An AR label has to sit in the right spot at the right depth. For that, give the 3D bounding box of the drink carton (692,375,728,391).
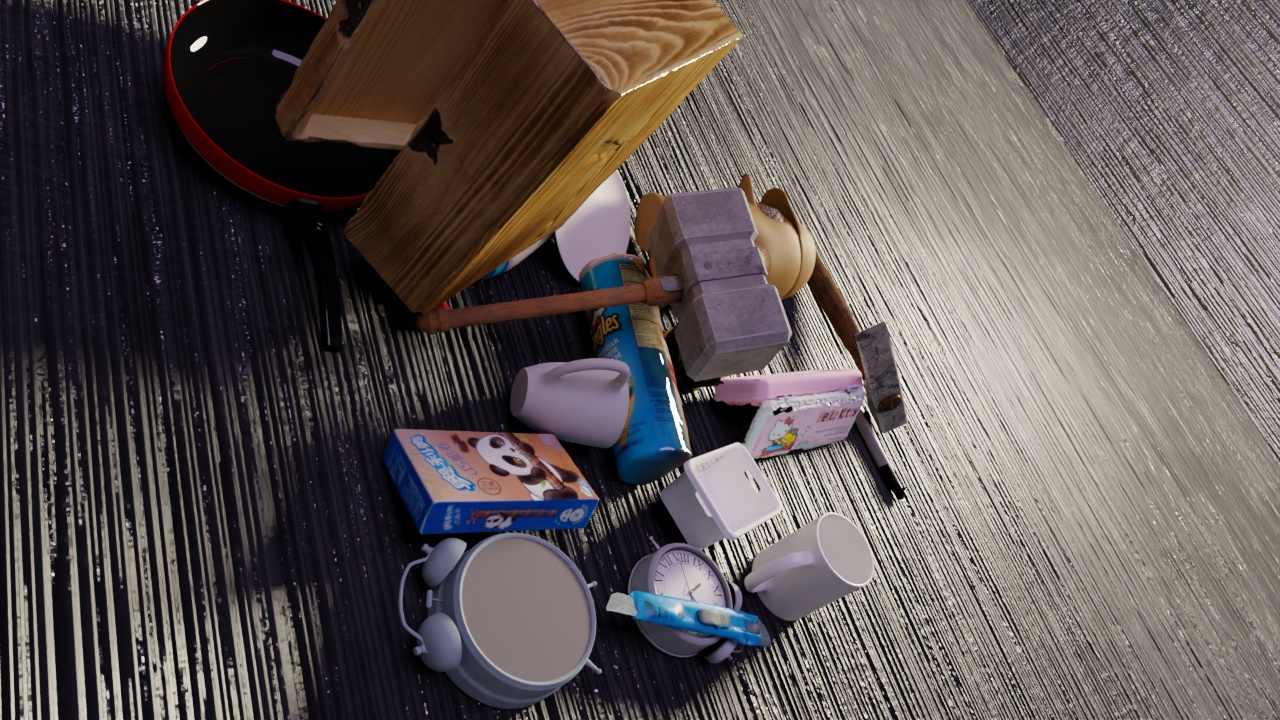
[{"bbox_3d":[0.091,-0.014,1.027,0.122,0.041,0.058,-21,73,-49],"label":"drink carton"}]

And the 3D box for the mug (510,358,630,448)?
[{"bbox_3d":[-0.058,0.027,0.802,0.089,0.107,0.071,12,53,-25],"label":"mug"}]

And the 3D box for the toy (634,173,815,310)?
[{"bbox_3d":[0.109,-0.128,1.035,0.203,0.163,0.198,0,24,-30],"label":"toy"}]

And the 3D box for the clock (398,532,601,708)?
[{"bbox_3d":[-0.103,0.186,0.675,0.159,0.045,0.122,22,45,-31],"label":"clock"}]

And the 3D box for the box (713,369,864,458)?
[{"bbox_3d":[0.175,0.061,1.027,0.201,0.088,0.095,-4,90,-45],"label":"box"}]

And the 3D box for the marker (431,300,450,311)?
[{"bbox_3d":[-0.205,-0.093,0.832,0.145,0.021,0.023,62,18,16],"label":"marker"}]

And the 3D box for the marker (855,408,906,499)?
[{"bbox_3d":[0.291,0.107,1.127,0.016,0.022,0.138,-5,63,-39],"label":"marker"}]

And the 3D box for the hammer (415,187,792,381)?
[{"bbox_3d":[-0.040,-0.055,0.824,0.317,0.083,0.162,-9,70,-17],"label":"hammer"}]

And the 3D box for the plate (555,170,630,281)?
[{"bbox_3d":[-0.052,-0.147,0.973,0.134,0.011,0.134,-16,109,-55],"label":"plate"}]

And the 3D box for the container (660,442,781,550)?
[{"bbox_3d":[0.073,0.131,0.865,0.080,0.050,0.129,58,27,13],"label":"container"}]

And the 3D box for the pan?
[{"bbox_3d":[-0.287,-0.157,0.774,0.208,0.067,0.355,6,61,-41],"label":"pan"}]

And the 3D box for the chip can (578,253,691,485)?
[{"bbox_3d":[-0.005,0.005,0.896,0.079,0.080,0.229,13,51,-36],"label":"chip can"}]

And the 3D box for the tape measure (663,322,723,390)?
[{"bbox_3d":[0.051,-0.004,0.947,0.042,0.071,0.072,57,27,-75],"label":"tape measure"}]

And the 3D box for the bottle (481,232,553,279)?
[{"bbox_3d":[-0.134,-0.115,0.892,0.051,0.051,0.145,45,39,-4],"label":"bottle"}]

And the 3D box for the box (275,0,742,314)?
[{"bbox_3d":[-0.105,-0.231,0.747,0.215,0.280,0.256,49,39,-1],"label":"box"}]

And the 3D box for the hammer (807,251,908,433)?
[{"bbox_3d":[0.248,-0.077,1.163,0.218,0.037,0.300,58,9,-52],"label":"hammer"}]

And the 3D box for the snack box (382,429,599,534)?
[{"bbox_3d":[-0.116,0.094,0.724,0.151,0.034,0.087,7,29,-40],"label":"snack box"}]

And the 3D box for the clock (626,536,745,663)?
[{"bbox_3d":[0.045,0.212,0.798,0.122,0.035,0.094,34,41,-16],"label":"clock"}]

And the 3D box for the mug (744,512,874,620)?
[{"bbox_3d":[0.150,0.196,0.864,0.110,0.091,0.073,5,55,-41],"label":"mug"}]

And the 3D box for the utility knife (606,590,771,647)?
[{"bbox_3d":[0.043,0.212,0.756,0.173,0.015,0.031,18,43,-30],"label":"utility knife"}]
